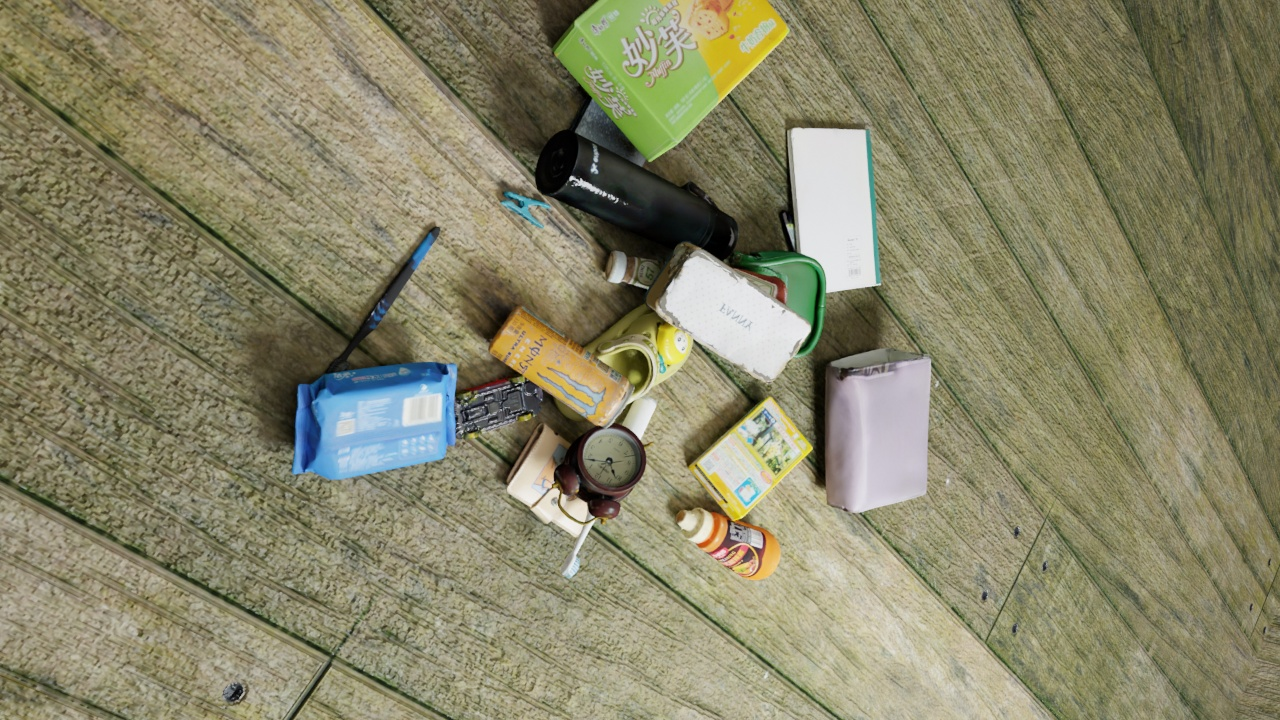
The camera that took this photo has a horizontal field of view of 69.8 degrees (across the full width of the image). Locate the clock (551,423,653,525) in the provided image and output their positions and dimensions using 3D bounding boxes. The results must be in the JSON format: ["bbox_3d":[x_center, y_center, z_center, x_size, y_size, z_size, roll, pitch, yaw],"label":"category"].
[{"bbox_3d":[-0.043,0.118,0.963,0.082,0.055,0.121,37,62,-2],"label":"clock"}]

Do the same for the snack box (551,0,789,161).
[{"bbox_3d":[0.036,-0.337,0.963,0.157,0.070,0.209,47,68,-13],"label":"snack box"}]

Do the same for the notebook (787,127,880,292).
[{"bbox_3d":[0.255,-0.195,1.191,0.150,0.012,0.209,-10,97,-35],"label":"notebook"}]

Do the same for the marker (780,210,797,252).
[{"bbox_3d":[0.200,-0.134,1.172,0.018,0.015,0.124,-33,111,-33],"label":"marker"}]

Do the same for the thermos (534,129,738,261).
[{"bbox_3d":[0.001,-0.175,0.978,0.242,0.069,0.089,17,53,-42],"label":"thermos"}]

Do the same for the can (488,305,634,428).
[{"bbox_3d":[-0.080,0.007,0.930,0.146,0.058,0.058,35,75,-8],"label":"can"}]

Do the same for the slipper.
[{"bbox_3d":[-0.006,0.006,1.004,0.190,0.082,0.092,-32,116,-25],"label":"slipper"}]

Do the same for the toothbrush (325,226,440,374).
[{"bbox_3d":[-0.241,-0.051,0.865,0.014,0.016,0.189,45,70,-40],"label":"toothbrush"}]

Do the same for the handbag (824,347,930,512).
[{"bbox_3d":[0.310,0.092,1.231,0.144,0.099,0.197,-11,104,-36],"label":"handbag"}]

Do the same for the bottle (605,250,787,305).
[{"bbox_3d":[0.063,-0.085,1.025,0.206,0.060,0.060,11,90,-17],"label":"bottle"}]

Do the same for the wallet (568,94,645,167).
[{"bbox_3d":[-0.029,-0.241,0.990,0.097,0.019,0.120,35,75,-37],"label":"wallet"}]

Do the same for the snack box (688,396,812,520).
[{"bbox_3d":[0.137,0.119,1.129,0.140,0.034,0.087,-39,88,-23],"label":"snack box"}]

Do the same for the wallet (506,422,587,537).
[{"bbox_3d":[-0.089,0.134,0.998,0.115,0.024,0.087,42,67,-33],"label":"wallet"}]

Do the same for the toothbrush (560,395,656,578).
[{"bbox_3d":[-0.036,0.135,1.006,0.026,0.027,0.220,44,60,-35],"label":"toothbrush"}]

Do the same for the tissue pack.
[{"bbox_3d":[-0.243,0.053,0.846,0.156,0.052,0.095,-9,118,-35],"label":"tissue pack"}]

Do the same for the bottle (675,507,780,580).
[{"bbox_3d":[0.103,0.219,1.127,0.149,0.067,0.066,30,79,-28],"label":"bottle"}]

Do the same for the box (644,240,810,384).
[{"bbox_3d":[0.099,-0.048,0.982,0.184,0.059,0.090,33,96,-22],"label":"box"}]

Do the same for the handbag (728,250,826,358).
[{"bbox_3d":[0.160,-0.069,1.116,0.120,0.068,0.131,-1,98,-27],"label":"handbag"}]

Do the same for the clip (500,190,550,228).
[{"bbox_3d":[-0.118,-0.157,0.940,0.055,0.014,0.039,24,82,-37],"label":"clip"}]

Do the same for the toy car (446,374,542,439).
[{"bbox_3d":[-0.149,0.045,0.935,0.106,0.031,0.049,-17,107,-31],"label":"toy car"}]
